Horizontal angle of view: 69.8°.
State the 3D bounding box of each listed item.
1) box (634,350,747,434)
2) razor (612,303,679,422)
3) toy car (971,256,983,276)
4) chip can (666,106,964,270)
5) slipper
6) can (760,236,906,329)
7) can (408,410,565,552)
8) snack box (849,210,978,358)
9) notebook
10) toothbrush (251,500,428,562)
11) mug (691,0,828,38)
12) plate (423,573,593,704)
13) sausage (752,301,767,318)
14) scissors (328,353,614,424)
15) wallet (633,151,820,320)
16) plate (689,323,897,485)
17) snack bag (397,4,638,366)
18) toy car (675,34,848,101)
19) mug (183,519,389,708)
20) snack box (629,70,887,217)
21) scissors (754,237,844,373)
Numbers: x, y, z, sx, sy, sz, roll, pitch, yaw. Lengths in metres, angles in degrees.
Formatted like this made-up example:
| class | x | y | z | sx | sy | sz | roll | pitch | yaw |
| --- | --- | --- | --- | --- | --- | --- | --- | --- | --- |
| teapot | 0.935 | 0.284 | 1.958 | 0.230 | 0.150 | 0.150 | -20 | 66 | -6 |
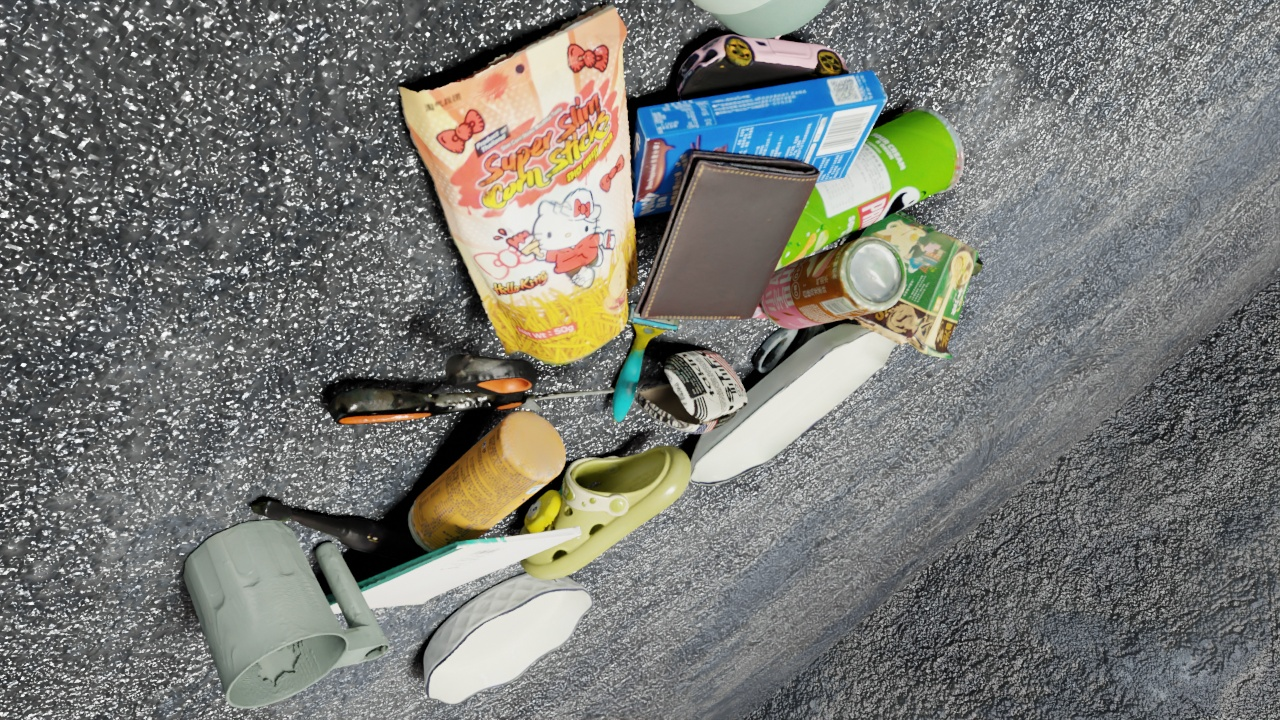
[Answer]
| class | x | y | z | sx | sy | sz | roll | pitch | yaw |
| --- | --- | --- | --- | --- | --- | --- | --- | --- | --- |
| box | 0.044 | 0.039 | 0.805 | 0.079 | 0.074 | 0.163 | -39 | 170 | 15 |
| razor | -0.005 | 0.004 | 0.770 | 0.043 | 0.028 | 0.133 | 9 | 135 | -10 |
| toy car | 0.308 | -0.089 | 0.971 | 0.155 | 0.041 | 0.071 | -3 | 137 | -48 |
| chip can | 0.134 | -0.121 | 0.698 | 0.235 | 0.072 | 0.072 | -26 | 150 | -19 |
| slipper | -0.045 | 0.127 | 0.867 | 0.191 | 0.091 | 0.081 | -32 | 113 | 9 |
| can | 0.153 | -0.060 | 0.749 | 0.057 | 0.058 | 0.147 | -28 | -175 | -17 |
| can | -0.121 | 0.098 | 0.711 | 0.058 | 0.058 | 0.146 | -1 | 150 | -48 |
| snack box | 0.249 | -0.075 | 0.855 | 0.117 | 0.118 | 0.106 | 5 | 114 | -56 |
| notebook | -0.173 | 0.181 | 0.775 | 0.210 | 0.012 | 0.150 | -27 | 160 | 29 |
| toothbrush | -0.223 | 0.136 | 0.722 | 0.212 | 0.027 | 0.026 | 42 | 55 | -60 |
| mug | 0.052 | -0.228 | 0.451 | 0.106 | 0.082 | 0.112 | 11 | 94 | -54 |
| plate | -0.152 | 0.305 | 1.028 | 0.204 | 0.045 | 0.205 | -27 | 149 | -18 |
| sausage | 0.097 | -0.048 | 0.817 | 0.155 | 0.020 | 0.020 | 2 | 132 | -50 |
| scissors | -0.111 | 0.023 | 0.643 | 0.223 | 0.021 | 0.221 | -8 | 171 | -13 |
| wallet | 0.056 | -0.077 | 0.603 | 0.096 | 0.020 | 0.123 | -1 | 131 | -27 |
| plate | 0.154 | 0.044 | 0.976 | 0.266 | 0.034 | 0.161 | -44 | 153 | 25 |
| snack bag | -0.055 | -0.094 | 0.547 | 0.128 | 0.073 | 0.208 | -28 | 143 | -16 |
| toy car | 0.077 | -0.180 | 0.580 | 0.122 | 0.037 | 0.056 | -5 | 154 | -31 |
| mug | -0.255 | 0.179 | 0.665 | 0.084 | 0.103 | 0.123 | -50 | 150 | 21 |
| snack box | 0.070 | -0.138 | 0.590 | 0.157 | 0.026 | 0.085 | -12 | 158 | -12 |
| scissors | 0.171 | -0.049 | 0.906 | 0.172 | 0.014 | 0.159 | -38 | 151 | -1 |
